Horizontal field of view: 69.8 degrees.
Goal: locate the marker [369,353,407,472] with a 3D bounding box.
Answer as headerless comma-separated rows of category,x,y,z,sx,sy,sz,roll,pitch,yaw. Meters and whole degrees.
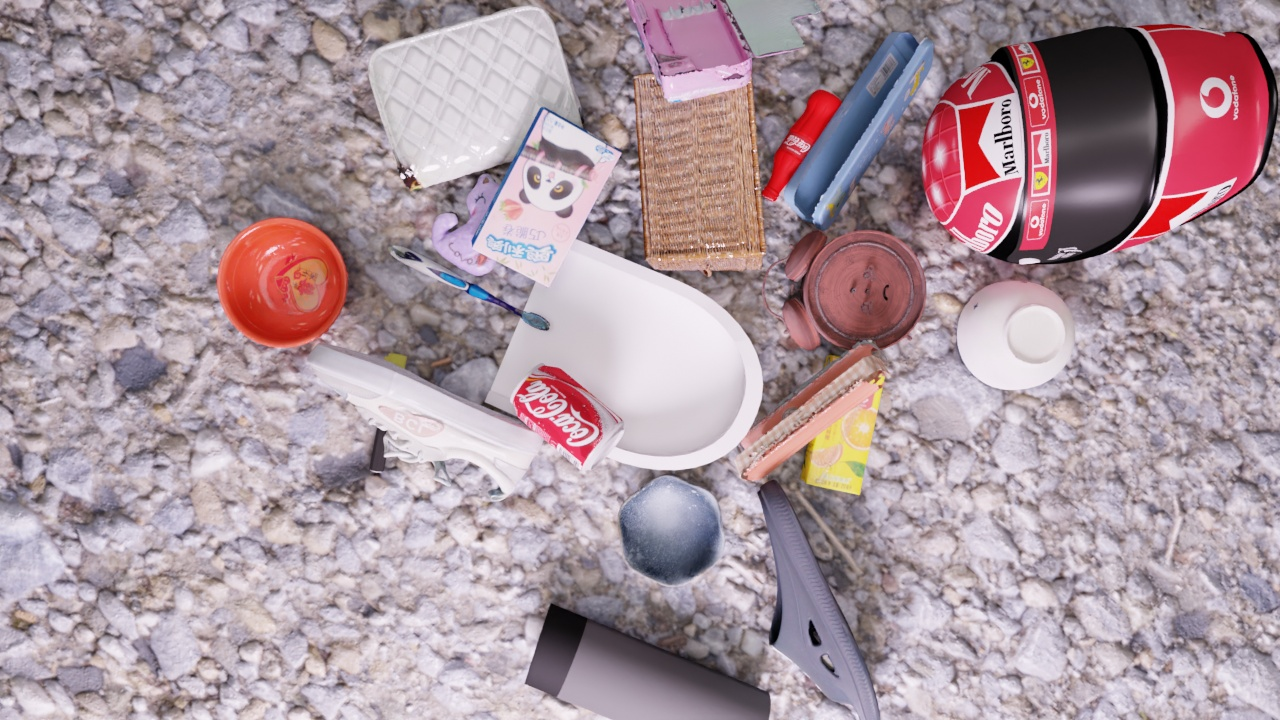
marker,-0.264,0.054,0.952,0.021,0.017,0.124,11,93,0

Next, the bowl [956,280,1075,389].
bowl,0.384,-0.026,0.924,0.113,0.063,0.113,0,91,0

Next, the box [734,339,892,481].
box,0.167,0.048,0.907,0.056,0.063,0.188,28,123,-38

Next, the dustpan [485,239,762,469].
dustpan,-0.006,0.005,0.931,0.258,0.053,0.191,23,92,0

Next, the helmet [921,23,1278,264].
helmet,0.369,-0.186,0.815,0.225,0.271,0.197,-5,89,5

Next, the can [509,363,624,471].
can,-0.072,0.054,0.899,0.105,0.064,0.064,39,91,10

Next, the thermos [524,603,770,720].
thermos,0.004,0.330,0.927,0.240,0.082,0.082,22,92,-1

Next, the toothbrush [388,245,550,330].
toothbrush,-0.177,-0.075,0.940,0.189,0.017,0.016,26,91,5

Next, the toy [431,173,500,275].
toy,-0.166,-0.140,0.936,0.080,0.036,0.100,29,93,-2

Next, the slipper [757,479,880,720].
slipper,0.159,0.254,0.914,0.083,0.110,0.268,-24,88,4

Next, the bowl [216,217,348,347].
bowl,-0.357,-0.078,0.934,0.130,0.045,0.130,0,92,0

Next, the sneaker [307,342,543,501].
sneaker,-0.220,0.065,0.905,0.242,0.089,0.090,26,89,-14

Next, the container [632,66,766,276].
container,0.059,-0.182,0.896,0.113,0.113,0.198,-4,90,5

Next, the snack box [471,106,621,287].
snack box,-0.094,-0.159,0.900,0.088,0.033,0.154,26,103,-17

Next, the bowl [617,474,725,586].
bowl,0.030,0.169,0.935,0.110,0.055,0.110,0,92,0

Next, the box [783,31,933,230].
box,0.230,-0.224,0.913,0.068,0.059,0.210,33,92,-42

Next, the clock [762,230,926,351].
clock,0.202,-0.069,0.919,0.157,0.072,0.120,3,92,-1

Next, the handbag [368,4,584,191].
handbag,-0.162,-0.261,0.916,0.195,0.072,0.139,-15,100,0

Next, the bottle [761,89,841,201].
bottle,0.161,-0.216,0.932,0.036,0.036,0.119,32,92,-1

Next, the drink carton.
drink carton,0.207,0.064,0.938,0.058,0.043,0.134,12,91,1

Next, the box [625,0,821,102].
box,0.074,-0.332,0.862,0.159,0.035,0.230,-14,50,-1
